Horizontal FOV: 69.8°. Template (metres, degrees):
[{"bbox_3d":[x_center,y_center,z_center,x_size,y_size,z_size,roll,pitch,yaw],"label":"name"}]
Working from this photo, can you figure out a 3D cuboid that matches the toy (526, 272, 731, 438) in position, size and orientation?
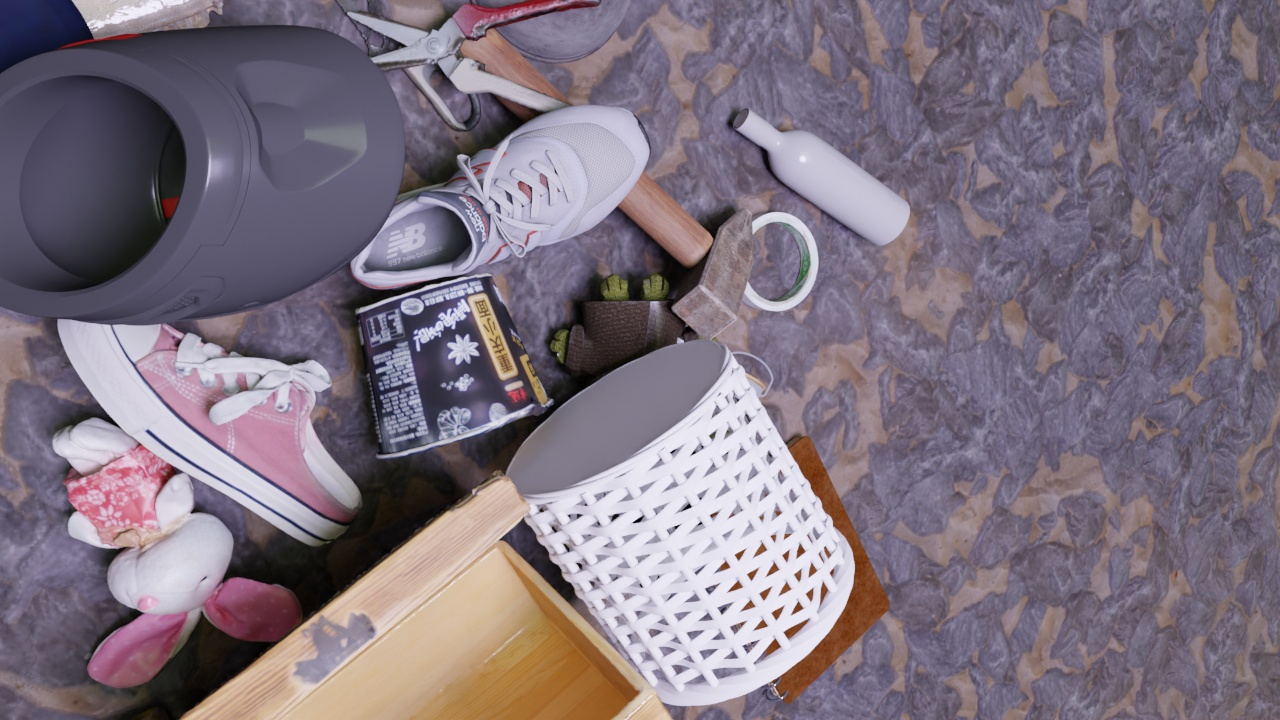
[{"bbox_3d":[-0.005,0.005,0.772,0.179,0.078,0.153,-1,95,-5],"label":"toy"}]

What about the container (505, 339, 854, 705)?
[{"bbox_3d":[0.028,0.112,0.665,0.189,0.189,0.187,-38,108,-19],"label":"container"}]

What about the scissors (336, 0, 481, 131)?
[{"bbox_3d":[-0.191,-0.223,0.695,0.157,0.013,0.168,23,85,-28],"label":"scissors"}]

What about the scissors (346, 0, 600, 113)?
[{"bbox_3d":[-0.110,-0.228,0.681,0.195,0.015,0.179,-39,95,-1],"label":"scissors"}]

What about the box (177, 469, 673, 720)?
[{"bbox_3d":[-0.177,0.223,0.629,0.278,0.270,0.264,-39,123,-18],"label":"box"}]

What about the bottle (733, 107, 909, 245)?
[{"bbox_3d":[0.167,-0.175,0.859,0.195,0.052,0.052,27,83,-27],"label":"bottle"}]

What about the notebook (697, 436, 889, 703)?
[{"bbox_3d":[0.146,0.209,0.909,0.167,0.024,0.225,-35,110,-21],"label":"notebook"}]

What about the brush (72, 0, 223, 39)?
[{"bbox_3d":[-0.390,-0.219,0.570,0.270,0.057,0.083,-29,108,-22],"label":"brush"}]

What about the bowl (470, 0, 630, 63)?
[{"bbox_3d":[-0.061,-0.315,0.720,0.144,0.067,0.145,-3,97,-27],"label":"bowl"}]

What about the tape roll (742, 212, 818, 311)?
[{"bbox_3d":[0.125,-0.093,0.867,0.093,0.018,0.094,-3,98,-27],"label":"tape roll"}]

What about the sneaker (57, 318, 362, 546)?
[{"bbox_3d":[-0.275,0.031,0.633,0.088,0.118,0.241,-40,119,4],"label":"sneaker"}]

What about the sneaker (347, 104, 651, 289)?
[{"bbox_3d":[-0.105,-0.103,0.641,0.240,0.124,0.089,-23,106,9],"label":"sneaker"}]

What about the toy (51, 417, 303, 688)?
[{"bbox_3d":[-0.330,0.126,0.626,0.159,0.084,0.194,-16,105,6],"label":"toy"}]

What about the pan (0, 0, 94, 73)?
[{"bbox_3d":[-0.354,-0.174,0.566,0.355,0.021,0.199,-17,140,-36],"label":"pan"}]

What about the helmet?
[{"bbox_3d":[-0.262,-0.110,0.561,0.265,0.169,0.164,-16,93,15],"label":"helmet"}]

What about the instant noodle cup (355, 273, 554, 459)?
[{"bbox_3d":[-0.145,0.001,0.682,0.137,0.137,0.112,-19,95,-24],"label":"instant noodle cup"}]

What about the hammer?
[{"bbox_3d":[-0.026,-0.162,0.746,0.301,0.037,0.157,41,37,-15],"label":"hammer"}]

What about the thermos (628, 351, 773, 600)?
[{"bbox_3d":[0.051,0.097,0.826,0.061,0.061,0.231,32,81,-26],"label":"thermos"}]

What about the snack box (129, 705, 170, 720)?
[{"bbox_3d":[-0.362,0.349,0.656,0.121,0.045,0.181,-27,104,-19],"label":"snack box"}]
